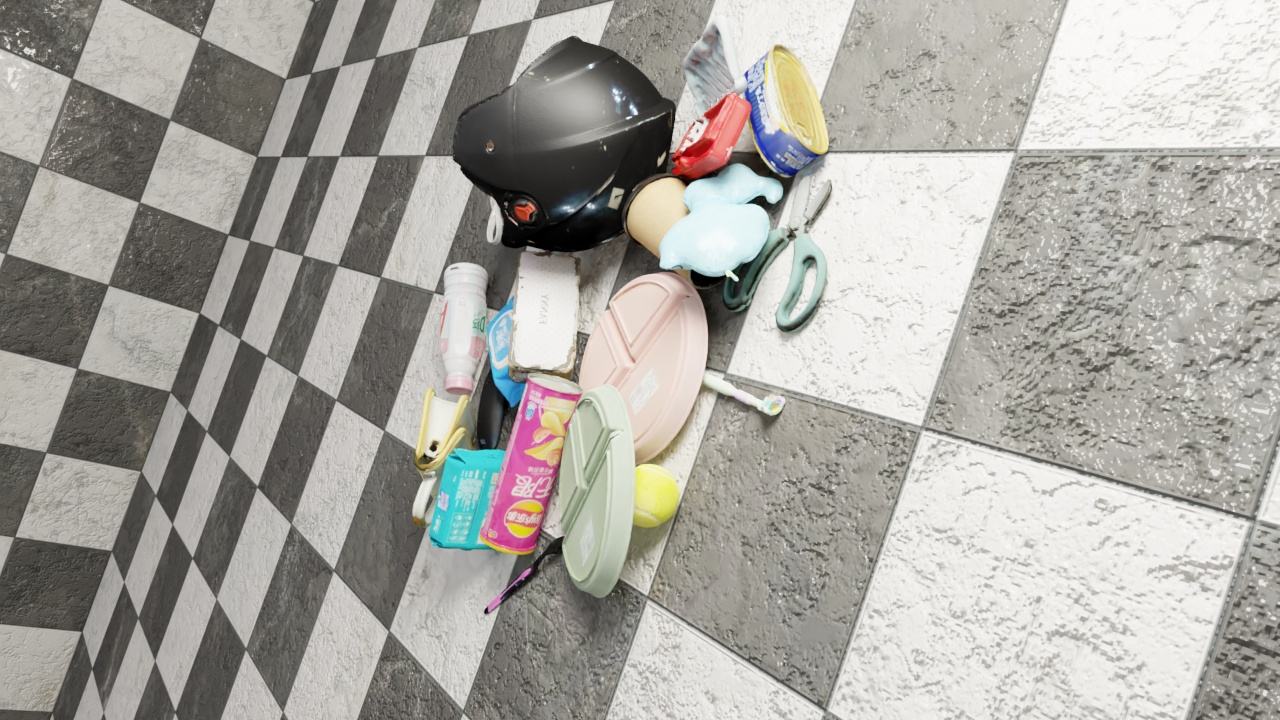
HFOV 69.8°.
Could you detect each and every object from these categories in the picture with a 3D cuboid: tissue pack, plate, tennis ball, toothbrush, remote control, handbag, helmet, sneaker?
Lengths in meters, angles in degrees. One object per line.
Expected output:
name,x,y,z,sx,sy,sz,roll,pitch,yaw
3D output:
tissue pack,-0.210,0.177,1.171,0.050,0.093,0.133,23,99,51
plate,-0.053,0.139,0.992,0.230,0.027,0.230,-176,91,-72
tissue pack,-0.166,-0.021,1.253,0.095,0.052,0.157,-44,44,29
tennis ball,0.008,0.141,0.958,0.066,0.065,0.065,-25,55,42
toothbrush,-0.141,0.266,1.128,0.190,0.017,0.014,-46,42,32
remote control,-0.209,0.060,1.292,0.053,0.024,0.136,-14,63,48
plate,-0.006,0.006,1.051,0.230,0.028,0.229,-28,55,47
handbag,-0.264,0.142,1.227,0.164,0.063,0.178,99,179,-66
helmet,-0.080,-0.248,1.117,0.230,0.232,0.275,21,124,14
toothbrush,0.080,0.022,0.965,0.190,0.029,0.020,24,133,54
sneaker,-0.174,-0.221,1.326,0.118,0.087,0.241,-60,40,12

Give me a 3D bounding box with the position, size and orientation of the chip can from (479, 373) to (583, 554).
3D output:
chip can,-0.131,0.124,1.106,0.071,0.071,0.211,31,106,52

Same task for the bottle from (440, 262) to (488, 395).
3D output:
bottle,-0.267,-0.047,1.379,0.068,0.068,0.196,-21,61,44

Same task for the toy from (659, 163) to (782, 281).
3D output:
toy,0.084,-0.141,0.948,0.161,0.050,0.156,-22,46,-7

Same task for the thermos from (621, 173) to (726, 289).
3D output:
thermos,0.044,-0.145,1.034,0.093,0.093,0.143,-55,48,18

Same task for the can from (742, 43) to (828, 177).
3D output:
can,0.151,-0.263,0.965,0.049,0.074,0.148,-35,50,39

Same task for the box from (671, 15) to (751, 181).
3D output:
box,0.075,-0.279,1.012,0.201,0.063,0.160,-145,61,-80

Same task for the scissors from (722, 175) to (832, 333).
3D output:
scissors,0.139,-0.111,0.954,0.172,0.019,0.176,-5,71,50

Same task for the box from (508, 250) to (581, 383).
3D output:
box,-0.123,-0.060,1.180,0.063,0.090,0.184,106,170,-65
